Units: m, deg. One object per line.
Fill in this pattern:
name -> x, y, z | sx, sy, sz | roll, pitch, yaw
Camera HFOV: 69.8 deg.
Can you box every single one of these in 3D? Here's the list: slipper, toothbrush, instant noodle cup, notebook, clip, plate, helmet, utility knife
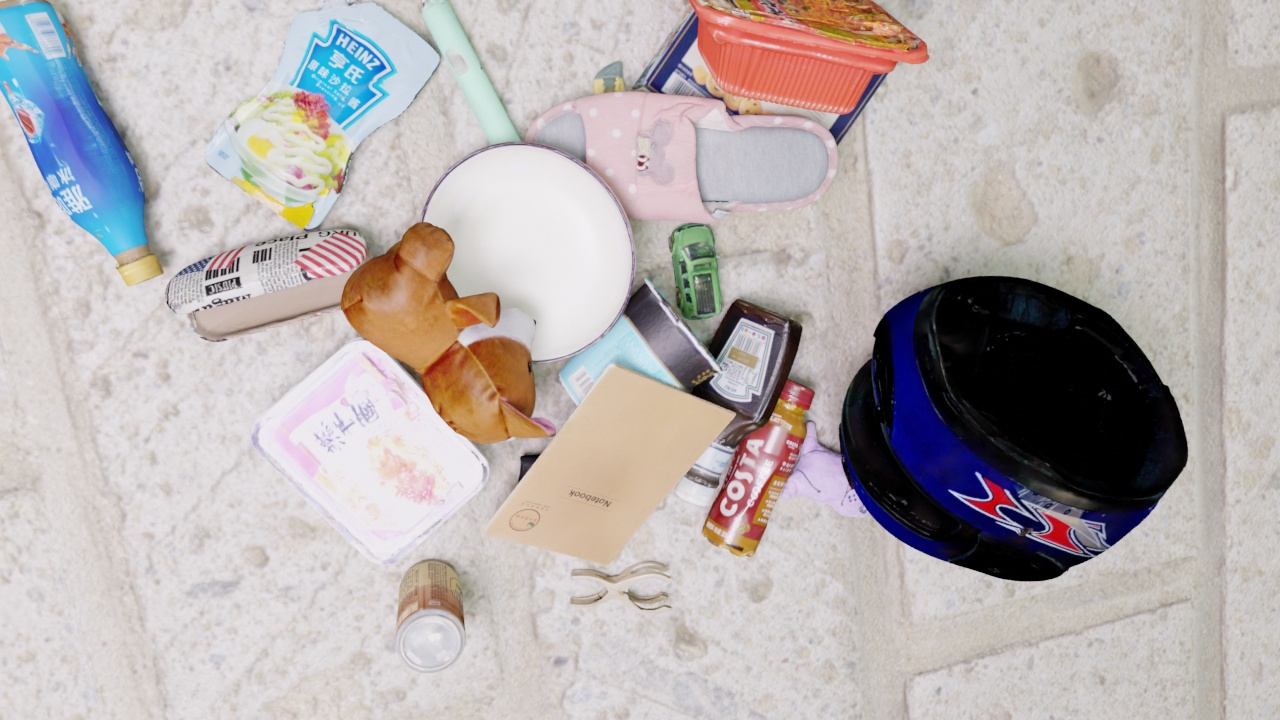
slipper -> 0.037, -0.171, 0.792 | 0.274, 0.054, 0.114 | 3, 116, -4
toothbrush -> -0.159, -0.270, 0.777 | 0.026, 0.027, 0.224 | -22, 106, 19
instant noodle cup -> -0.234, 0.077, 0.809 | 0.138, 0.060, 0.173 | -41, 105, -3
notebook -> -0.028, 0.101, 0.827 | 0.147, 0.008, 0.208 | 23, 116, -35
instant noodle cup -> 0.119, -0.261, 0.739 | 0.188, 0.164, 0.079 | 6, 126, -12
clip -> -0.016, 0.211, 0.899 | 0.104, 0.034, 0.082 | 17, 99, -7
plate -> -0.096, -0.093, 0.796 | 0.192, 0.039, 0.192 | 3, 109, 9
helmet -> 0.301, 0.068, 0.832 | 0.315, 0.241, 0.246 | 16, 58, -22
instant noodle cup -> -0.005, 0.005, 0.831 | 0.120, 0.111, 0.111 | -40, 106, 5
utility knife -> -0.024, -0.169, 0.837 | 0.031, 0.021, 0.198 | -4, 106, -6

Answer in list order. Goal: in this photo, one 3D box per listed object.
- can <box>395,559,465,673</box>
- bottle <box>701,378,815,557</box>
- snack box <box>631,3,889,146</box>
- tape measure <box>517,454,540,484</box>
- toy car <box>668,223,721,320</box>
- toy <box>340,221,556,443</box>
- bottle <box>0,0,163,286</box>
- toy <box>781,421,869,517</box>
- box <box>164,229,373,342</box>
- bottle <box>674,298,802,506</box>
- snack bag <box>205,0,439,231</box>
can -> -0.187, 0.225, 0.817 | 0.058, 0.116, 0.058 | -2, 101, -12
bottle -> 0.118, 0.102, 0.894 | 0.057, 0.057, 0.175 | 21, 95, -16
snack box -> 0.117, -0.265, 0.832 | 0.178, 0.046, 0.182 | 35, 91, -16
tape measure -> -0.087, 0.115, 0.860 | 0.057, 0.039, 0.058 | -6, 97, -12
toy car -> 0.054, -0.082, 0.858 | 0.043, 0.036, 0.091 | -12, 99, -9
toy -> -0.148, -0.013, 0.759 | 0.130, 0.140, 0.199 | -37, 103, -22
bottle -> -0.437, -0.164, 0.715 | 0.065, 0.065, 0.219 | -23, 105, -8
toy -> 0.197, 0.118, 0.926 | 0.108, 0.039, 0.083 | 23, 75, -14
box -> -0.303, -0.068, 0.752 | 0.163, 0.087, 0.076 | -14, 89, -6
bottle -> 0.085, 0.043, 0.869 | 0.044, 0.080, 0.195 | 14, 100, -59
snack bag -> -0.263, -0.211, 0.761 | 0.110, 0.039, 0.191 | 36, 90, -7
